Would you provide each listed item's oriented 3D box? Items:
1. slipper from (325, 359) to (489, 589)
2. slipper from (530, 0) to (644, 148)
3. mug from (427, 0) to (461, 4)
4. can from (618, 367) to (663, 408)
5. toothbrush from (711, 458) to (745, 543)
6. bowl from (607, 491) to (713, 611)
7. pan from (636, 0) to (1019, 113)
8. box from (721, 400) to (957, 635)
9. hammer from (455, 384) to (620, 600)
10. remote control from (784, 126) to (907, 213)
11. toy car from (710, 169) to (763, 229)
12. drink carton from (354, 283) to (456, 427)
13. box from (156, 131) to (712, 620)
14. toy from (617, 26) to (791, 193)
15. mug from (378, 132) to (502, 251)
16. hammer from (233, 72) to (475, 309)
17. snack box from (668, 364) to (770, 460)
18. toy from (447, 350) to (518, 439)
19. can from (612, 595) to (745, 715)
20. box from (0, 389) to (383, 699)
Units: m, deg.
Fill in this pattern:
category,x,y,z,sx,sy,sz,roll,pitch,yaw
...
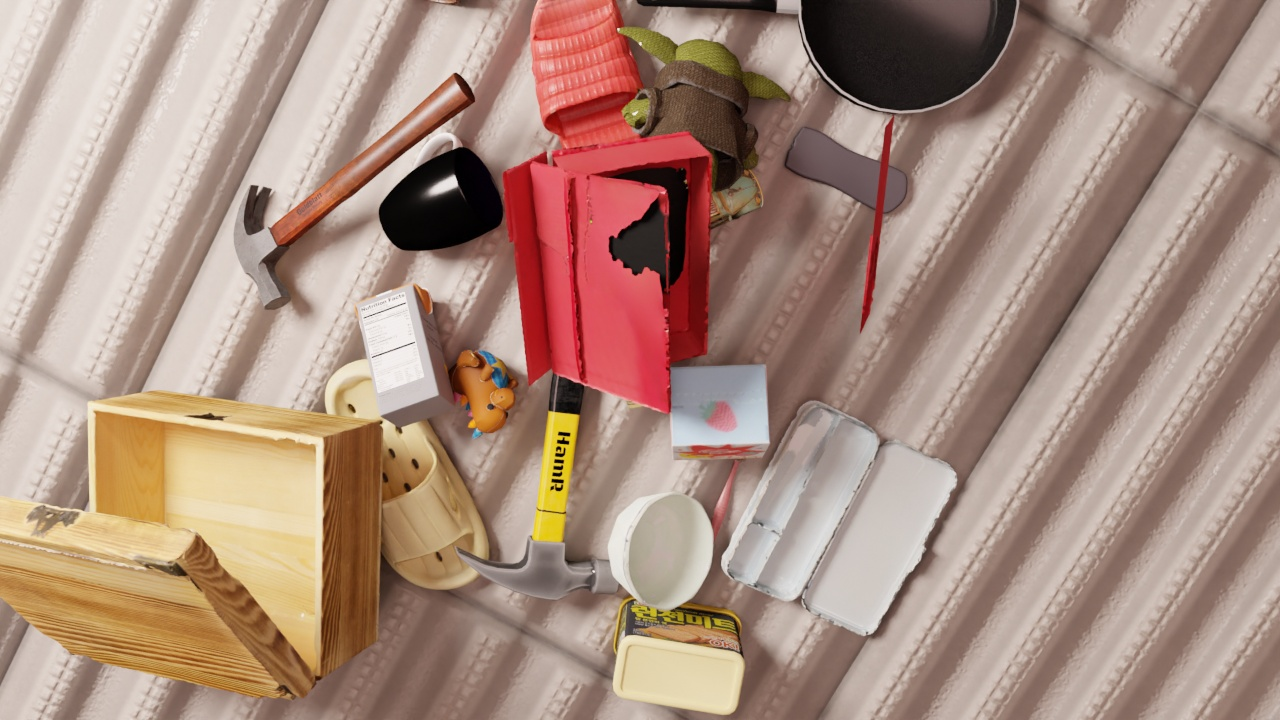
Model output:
category,x,y,z,sx,sy,sz,roll,pitch,yaw
slipper,-0.248,0.126,0.931,0.111,0.079,0.261,-23,96,8
slipper,-0.046,-0.249,0.884,0.103,0.059,0.249,-12,98,3
mug,-0.211,-0.404,0.867,0.116,0.079,0.107,16,100,28
can,-0.005,0.005,0.926,0.038,0.038,0.079,-16,97,4
toothbrush,0.083,0.159,0.956,0.015,0.015,0.184,18,98,-1
bowl,0.012,0.188,0.928,0.117,0.061,0.117,-2,93,-40
pan,0.174,-0.340,0.872,0.356,0.044,0.204,2,98,1
box,0.205,0.165,0.949,0.190,0.037,0.209,23,98,-9
hammer,-0.086,0.082,0.930,0.169,0.034,0.324,7,93,-16
remote control,0.205,-0.187,0.909,0.124,0.009,0.046,25,98,-2
toy car,0.066,-0.151,0.899,0.112,0.047,0.047,-24,93,4
drink carton,-0.231,-0.006,0.902,0.076,0.048,0.124,-19,70,3
box,-0.123,-0.023,0.722,0.466,0.138,0.215,-24,131,-30
toy,0.052,-0.227,0.856,0.179,0.078,0.152,16,67,-18
mug,-0.201,-0.164,0.896,0.100,0.085,0.118,-20,66,18
hammer,-0.277,-0.173,0.876,0.301,0.028,0.111,-32,81,20
snack box,0.075,0.053,0.892,0.093,0.095,0.079,-2,75,2
toy,-0.170,0.042,0.916,0.103,0.070,0.090,-33,52,18
can,0.038,0.298,0.932,0.131,0.101,0.072,9,97,0
box,-0.421,0.190,0.824,0.279,0.263,0.270,6,100,16
